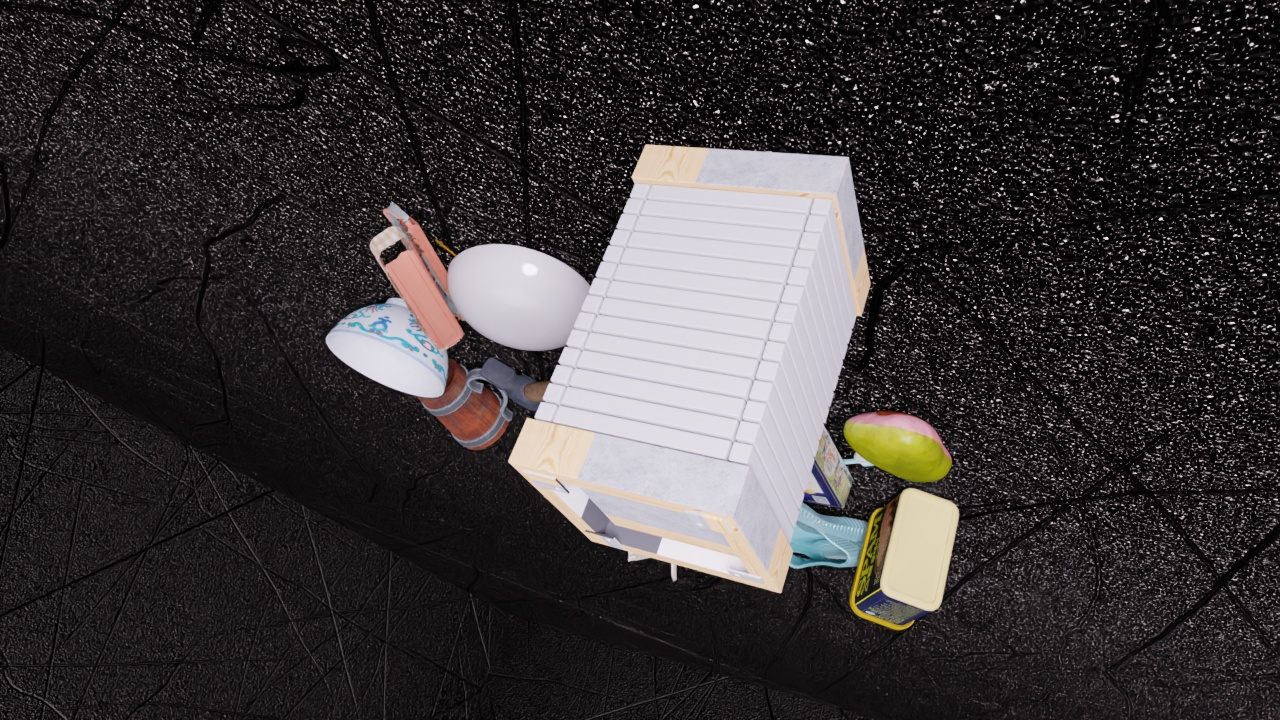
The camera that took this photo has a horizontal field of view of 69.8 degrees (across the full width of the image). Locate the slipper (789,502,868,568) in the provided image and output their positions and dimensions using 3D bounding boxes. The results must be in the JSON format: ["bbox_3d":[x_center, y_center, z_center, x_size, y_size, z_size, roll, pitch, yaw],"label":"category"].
[{"bbox_3d":[0.209,0.224,1.140,0.276,0.069,0.116,26,148,-35],"label":"slipper"}]

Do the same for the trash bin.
[{"bbox_3d":[0.047,0.002,0.617,0.143,0.246,0.142,10,155,25],"label":"trash bin"}]

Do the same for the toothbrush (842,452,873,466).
[{"bbox_3d":[0.197,0.116,1.036,0.016,0.016,0.181,30,155,-25],"label":"toothbrush"}]

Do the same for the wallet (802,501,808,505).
[{"bbox_3d":[0.158,0.162,1.157,0.115,0.026,0.089,12,156,15],"label":"wallet"}]

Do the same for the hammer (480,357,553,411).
[{"bbox_3d":[-0.078,0.031,1.009,0.129,0.040,0.322,35,162,-20],"label":"hammer"}]

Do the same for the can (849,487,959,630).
[{"bbox_3d":[0.299,0.223,1.036,0.075,0.135,0.104,20,155,4],"label":"can"}]

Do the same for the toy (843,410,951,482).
[{"bbox_3d":[0.249,0.083,0.874,0.090,0.051,0.110,-2,150,48],"label":"toy"}]

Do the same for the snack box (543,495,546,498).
[{"bbox_3d":[-0.016,0.202,1.325,0.196,0.080,0.145,1,150,40],"label":"snack box"}]

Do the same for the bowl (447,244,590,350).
[{"bbox_3d":[-0.117,-0.048,0.878,0.149,0.043,0.150,10,149,6],"label":"bowl"}]

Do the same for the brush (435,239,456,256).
[{"bbox_3d":[-0.158,-0.075,0.919,0.048,0.017,0.126,-2,148,43],"label":"brush"}]

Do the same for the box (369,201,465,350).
[{"bbox_3d":[-0.218,-0.079,0.906,0.057,0.067,0.187,-19,150,-2],"label":"box"}]

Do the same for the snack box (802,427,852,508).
[{"bbox_3d":[0.139,0.098,0.991,0.145,0.042,0.145,6,146,35],"label":"snack box"}]

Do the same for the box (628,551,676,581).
[{"bbox_3d":[0.046,0.156,1.048,0.080,0.180,0.143,12,161,10],"label":"box"}]

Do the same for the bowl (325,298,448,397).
[{"bbox_3d":[-0.280,-0.024,1.064,0.144,0.074,0.144,18,157,8],"label":"bowl"}]

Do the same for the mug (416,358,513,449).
[{"bbox_3d":[-0.217,0.052,1.189,0.118,0.081,0.111,-11,141,24],"label":"mug"}]
